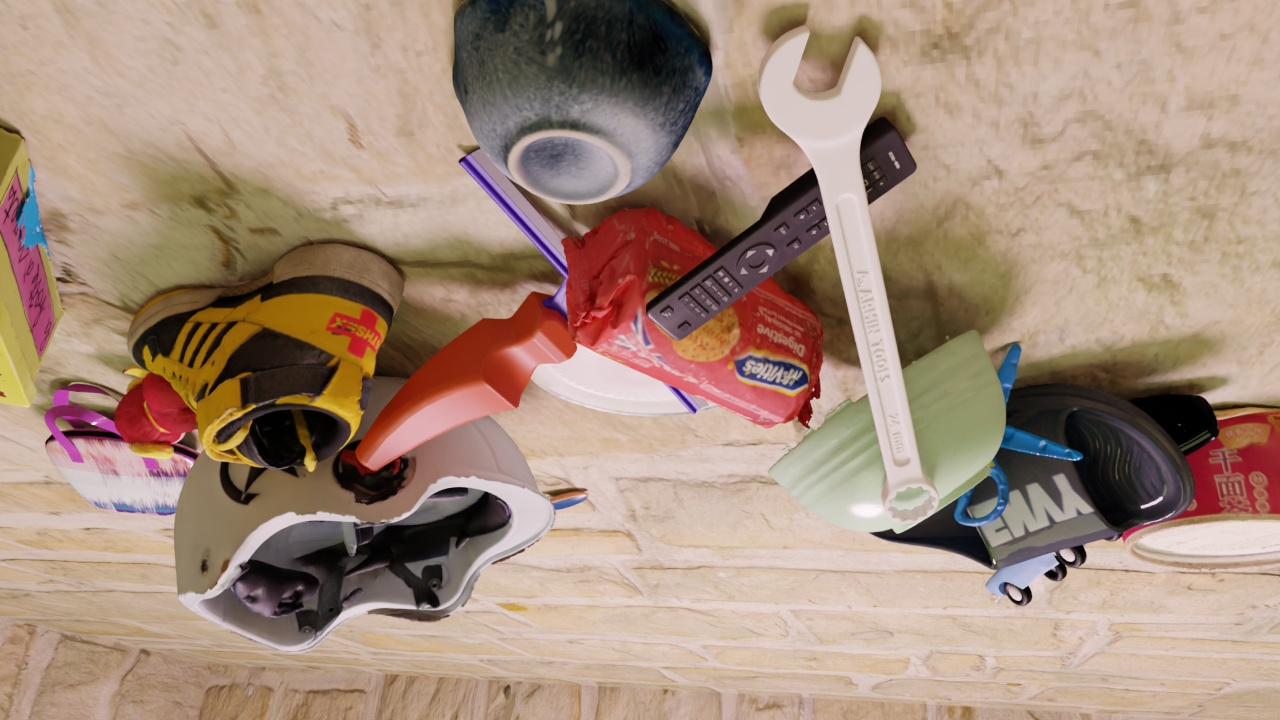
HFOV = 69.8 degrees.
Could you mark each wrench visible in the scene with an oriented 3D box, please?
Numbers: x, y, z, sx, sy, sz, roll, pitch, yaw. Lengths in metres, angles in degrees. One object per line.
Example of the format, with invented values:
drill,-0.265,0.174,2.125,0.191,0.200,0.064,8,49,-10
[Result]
wrench,0.106,-0.021,0.426,0.047,0.009,0.274,-16,123,9

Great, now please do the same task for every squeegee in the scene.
squeegee,-0.095,0.007,0.551,0.185,0.055,0.249,-35,134,8

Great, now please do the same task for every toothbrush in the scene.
toothbrush,-0.106,0.153,0.963,0.135,0.017,0.021,-15,150,37

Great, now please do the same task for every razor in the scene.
razor,0.331,0.058,0.651,0.141,0.053,0.063,-25,179,38

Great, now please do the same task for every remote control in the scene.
remote control,0.061,-0.058,0.420,0.137,0.015,0.032,-36,139,15

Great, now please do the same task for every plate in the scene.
plate,-0.004,0.004,0.633,0.157,0.014,0.157,5,154,2

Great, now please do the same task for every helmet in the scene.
helmet,-0.208,0.098,0.693,0.264,0.163,0.237,-17,153,-6

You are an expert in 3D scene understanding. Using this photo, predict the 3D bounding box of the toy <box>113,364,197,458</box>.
toy,-0.354,0.033,0.712,0.137,0.067,0.105,-15,140,22

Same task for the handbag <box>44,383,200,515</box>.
handbag,-0.478,0.076,0.832,0.144,0.067,0.170,6,148,-3

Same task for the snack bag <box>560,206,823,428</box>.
snack bag,0.035,-0.022,0.504,0.176,0.082,0.083,23,149,-33

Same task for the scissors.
scissors,0.221,0.046,0.597,0.130,0.125,0.013,28,-157,36

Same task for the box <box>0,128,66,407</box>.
box,-0.407,-0.055,0.511,0.124,0.081,0.222,17,153,-22

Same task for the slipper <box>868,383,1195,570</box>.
slipper,0.235,0.091,0.648,0.083,0.110,0.269,-31,-173,-39

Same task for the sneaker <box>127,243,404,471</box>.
sneaker,-0.252,0.014,0.577,0.239,0.122,0.086,-14,147,33

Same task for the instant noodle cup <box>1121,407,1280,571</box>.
instant noodle cup,0.437,0.105,0.690,0.178,0.077,0.179,4,155,2

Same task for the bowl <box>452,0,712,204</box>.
bowl,-0.027,-0.100,0.374,0.110,0.055,0.110,4,156,2

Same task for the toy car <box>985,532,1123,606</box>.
toy car,0.322,0.145,0.726,0.056,0.054,0.154,-24,153,-22

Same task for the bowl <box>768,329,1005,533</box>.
bowl,0.159,0.054,0.553,0.150,0.077,0.151,-32,166,-9
